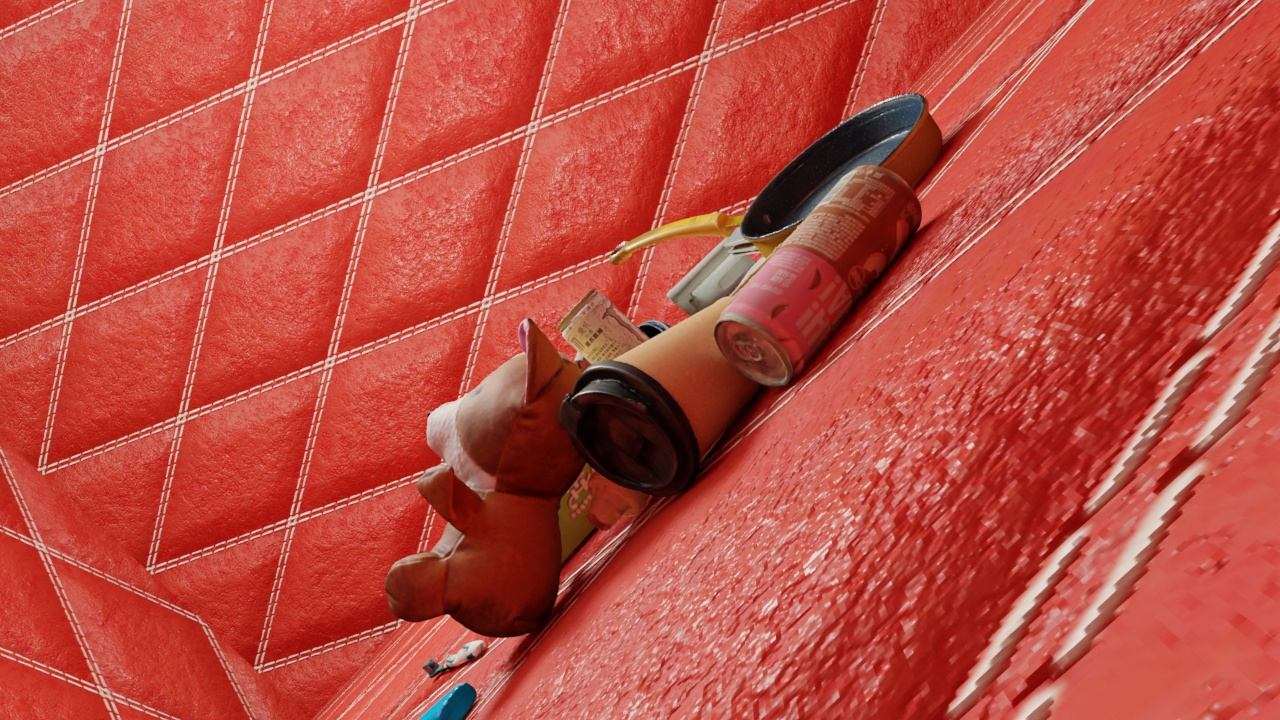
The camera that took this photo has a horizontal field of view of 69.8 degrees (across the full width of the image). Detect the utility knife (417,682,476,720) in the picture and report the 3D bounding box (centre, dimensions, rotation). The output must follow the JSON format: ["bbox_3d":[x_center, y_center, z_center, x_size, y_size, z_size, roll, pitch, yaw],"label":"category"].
[{"bbox_3d":[-0.184,0.285,0.605,0.224,0.018,0.034,-45,3,20],"label":"utility knife"}]

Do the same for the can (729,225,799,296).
[{"bbox_3d":[0.131,-0.077,0.732,0.149,0.049,0.074,-46,2,45],"label":"can"}]

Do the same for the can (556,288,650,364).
[{"bbox_3d":[-0.011,-0.001,0.900,0.058,0.146,0.058,-47,1,1],"label":"can"}]

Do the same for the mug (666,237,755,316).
[{"bbox_3d":[0.097,-0.091,1.121,0.103,0.083,0.124,-44,-31,8],"label":"mug"}]

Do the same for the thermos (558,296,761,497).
[{"bbox_3d":[0.026,0.017,0.576,0.142,0.093,0.093,-39,-4,-38],"label":"thermos"}]

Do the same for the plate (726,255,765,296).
[{"bbox_3d":[0.128,-0.076,0.981,0.205,0.045,0.205,-46,0,0],"label":"plate"}]

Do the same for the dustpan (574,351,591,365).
[{"bbox_3d":[-0.090,0.081,1.214,0.258,0.142,0.222,-45,1,15],"label":"dustpan"}]

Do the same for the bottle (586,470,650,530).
[{"bbox_3d":[0.006,0.055,0.638,0.149,0.067,0.067,-56,6,-32],"label":"bottle"}]

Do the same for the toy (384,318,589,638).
[{"bbox_3d":[-0.091,0.077,0.608,0.140,0.130,0.199,51,-119,-77],"label":"toy"}]

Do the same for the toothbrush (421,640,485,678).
[{"bbox_3d":[-0.166,0.261,0.806,0.016,0.018,0.192,-47,1,-34],"label":"toothbrush"}]

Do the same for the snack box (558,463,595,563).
[{"bbox_3d":[-0.053,0.102,0.837,0.157,0.070,0.210,-47,1,-6],"label":"snack box"}]

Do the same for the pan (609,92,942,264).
[{"bbox_3d":[0.114,-0.148,0.879,0.359,0.078,0.197,-27,22,39],"label":"pan"}]

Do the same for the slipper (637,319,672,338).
[{"bbox_3d":[0.016,0.007,1.084,0.105,0.095,0.252,-44,5,12],"label":"slipper"}]

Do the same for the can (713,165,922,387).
[{"bbox_3d":[0.109,-0.053,0.552,0.147,0.058,0.058,-47,1,-22],"label":"can"}]

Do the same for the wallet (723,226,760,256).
[{"bbox_3d":[0.154,-0.163,0.991,0.129,0.037,0.106,-46,11,-7],"label":"wallet"}]
